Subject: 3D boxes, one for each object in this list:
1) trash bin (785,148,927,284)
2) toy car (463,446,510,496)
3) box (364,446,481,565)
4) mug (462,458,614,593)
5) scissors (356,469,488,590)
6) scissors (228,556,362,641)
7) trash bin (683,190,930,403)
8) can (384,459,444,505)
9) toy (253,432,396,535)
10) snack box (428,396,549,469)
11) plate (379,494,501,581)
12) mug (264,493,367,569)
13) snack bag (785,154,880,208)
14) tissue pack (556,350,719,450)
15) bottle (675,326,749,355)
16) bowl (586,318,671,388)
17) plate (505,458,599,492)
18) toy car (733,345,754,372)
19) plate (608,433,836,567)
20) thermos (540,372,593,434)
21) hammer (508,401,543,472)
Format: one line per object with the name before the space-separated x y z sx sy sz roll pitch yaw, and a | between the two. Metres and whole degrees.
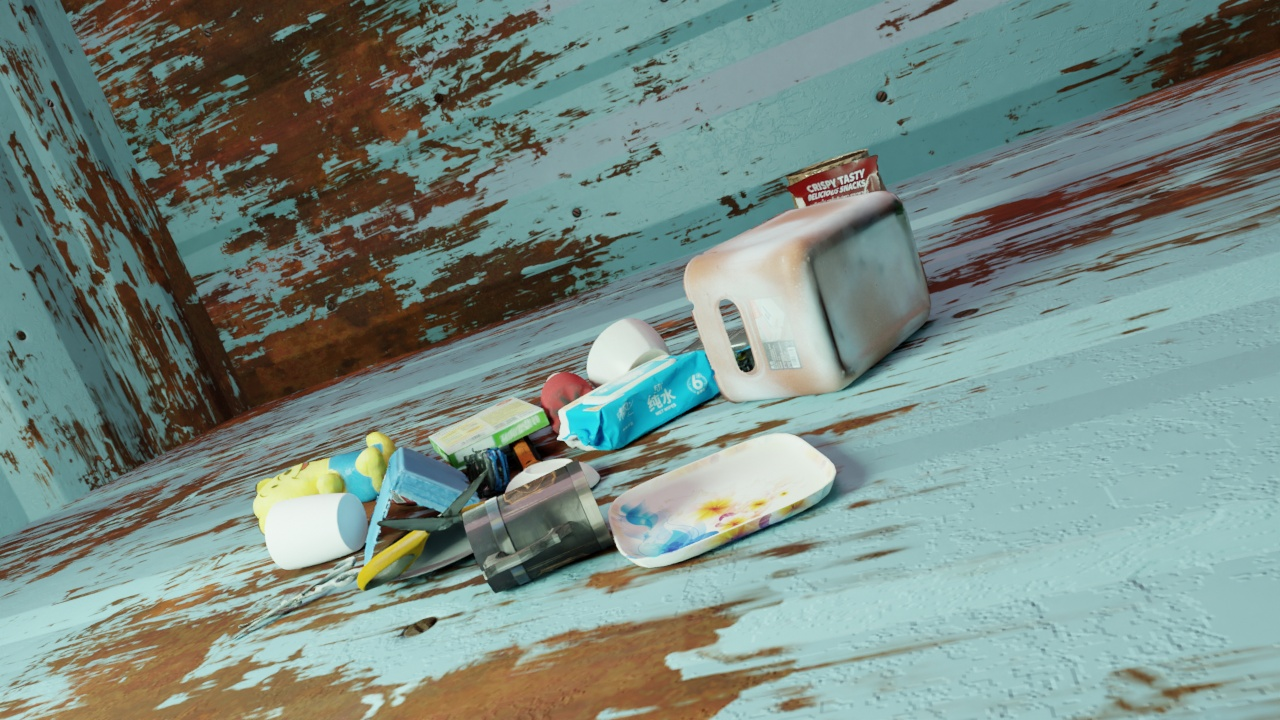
trash bin | 0.304 -0.183 1.303 0.151 0.210 0.151 -20 11 4
toy car | -0.176 0.127 1.069 0.043 0.056 0.120 -10 -5 -20
box | -0.242 0.168 0.989 0.112 0.094 0.232 -68 15 -5
mug | -0.085 0.143 0.765 0.107 0.080 0.116 -23 5 -6
scissors | -0.170 0.148 0.829 0.228 0.016 0.226 -8 -27 -47
scissors | -0.340 0.241 0.930 0.147 0.014 0.141 -15 16 49
trash bin | 0.204 -0.078 1.054 0.158 0.181 0.258 -7 17 45
can | -0.279 0.155 1.158 0.097 0.054 0.053 -11 14 42
toy | -0.442 0.177 1.288 0.214 0.084 0.149 -23 9 -1
snack box | -0.203 0.093 1.211 0.131 0.027 0.168 -26 12 -18
plate | -0.197 0.186 0.955 0.178 0.012 0.178 -20 11 4
mug | -0.370 0.200 1.083 0.088 0.081 0.114 -13 -19 11
snack bag | 0.271 -0.146 1.183 0.066 0.208 0.139 -29 13 -36
tissue pack | -0.005 0.051 1.127 0.208 0.066 0.117 -28 11 -27
bottle | 0.139 -0.014 1.217 0.174 0.046 0.083 -13 13 37
bowl | -0.007 0.007 1.236 0.116 0.116 0.066 -26 39 -26
plate | -0.097 0.125 0.984 0.104 0.026 0.104 -11 7 1
toy car | 0.144 0.001 1.132 0.105 0.048 0.032 -28 9 -25
plate | 0.066 0.117 0.780 0.187 0.016 0.187 -22 11 -4
thermos | -0.103 0.052 1.278 0.073 0.073 0.240 -22 10 -7
hammer | -0.167 0.116 1.190 0.137 0.035 0.314 -24 11 -10
